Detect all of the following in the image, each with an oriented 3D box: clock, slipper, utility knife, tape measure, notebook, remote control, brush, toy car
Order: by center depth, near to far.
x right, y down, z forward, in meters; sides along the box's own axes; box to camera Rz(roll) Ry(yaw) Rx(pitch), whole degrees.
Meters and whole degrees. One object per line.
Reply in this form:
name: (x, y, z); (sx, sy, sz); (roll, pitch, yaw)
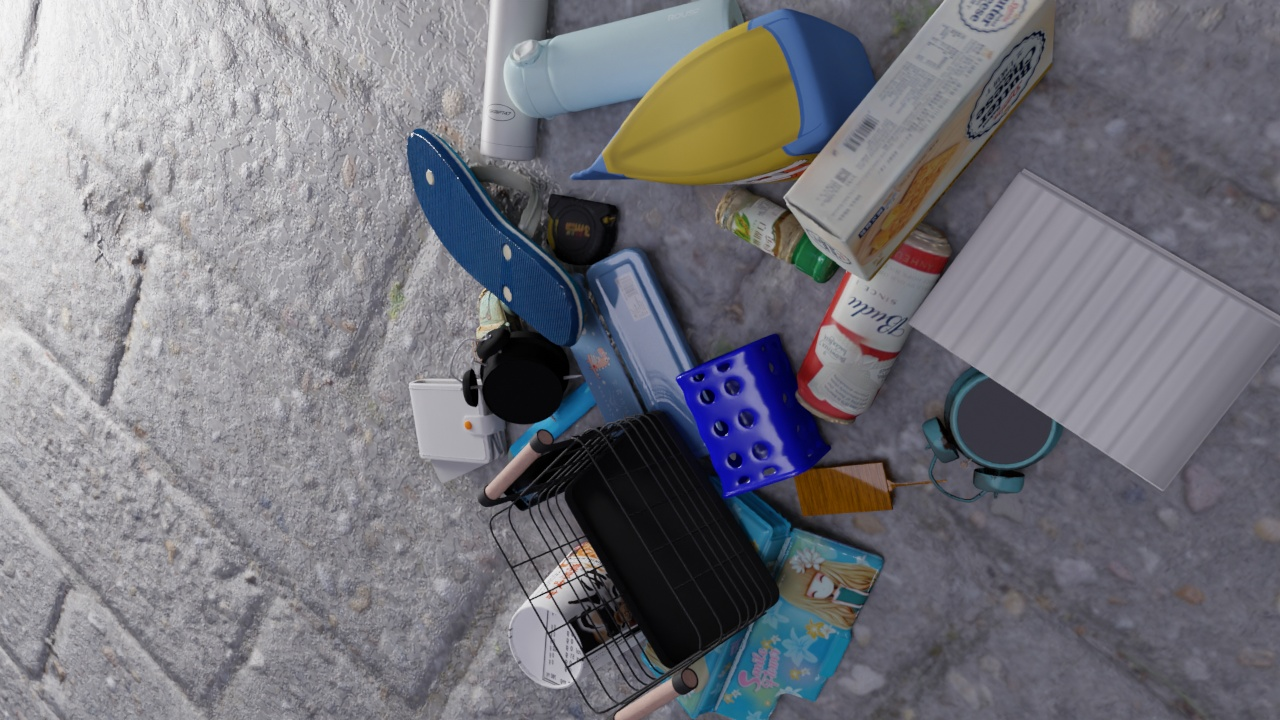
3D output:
notebook: (0.327, -0.027, 0.667); (0.210, 0.009, 0.142); (37, 96, 17)
clock: (0.273, 0.056, 0.717); (0.090, 0.053, 0.124); (35, 105, 16)
brush: (0.198, 0.108, 0.796); (0.127, 0.017, 0.048); (-10, 97, 31)
tape measure: (-0.054, -0.122, 0.871); (0.067, 0.038, 0.063); (13, 100, 23)
slipper: (-0.133, -0.123, 0.891); (0.295, 0.060, 0.118); (44, 140, 28)
clock: (-0.126, 0.016, 0.900); (0.120, 0.042, 0.091); (22, 121, -16)
toy car: (-0.146, -0.021, 0.939); (0.047, 0.047, 0.112); (-7, 99, 34)
utility knife: (-0.082, 0.062, 0.943); (0.175, 0.015, 0.031); (-39, 85, 29)
remote control: (-0.085, 0.117, 0.946); (0.151, 0.022, 0.047); (-29, 110, 31)

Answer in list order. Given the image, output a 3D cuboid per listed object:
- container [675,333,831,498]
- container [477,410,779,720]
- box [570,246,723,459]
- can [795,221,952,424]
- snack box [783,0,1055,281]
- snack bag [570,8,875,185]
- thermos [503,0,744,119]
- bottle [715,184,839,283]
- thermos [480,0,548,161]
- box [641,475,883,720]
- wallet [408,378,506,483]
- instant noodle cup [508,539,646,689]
container: (0.098, 0.046, 0.799); (0.085, 0.084, 0.113); (-24, 89, 30)
container: (-0.015, 0.177, 0.812); (0.163, 0.130, 0.241); (-45, 70, 36)
box: (-0.008, 0.007, 0.864); (0.128, 0.034, 0.209); (-22, 96, 33)
can: (0.184, -0.033, 0.740); (0.067, 0.067, 0.170); (31, 115, 19)
snack box: (0.196, -0.161, 0.638); (0.057, 0.104, 0.208); (42, 97, 25)
snack bag: (0.067, -0.179, 0.717); (0.206, 0.158, 0.102); (-17, 91, 33)
thermos: (-0.016, -0.255, 0.782); (0.207, 0.078, 0.065); (-5, 66, 22)
bottle: (0.117, -0.108, 0.773); (0.111, 0.043, 0.043); (33, 116, 19)
thermos: (-0.114, -0.301, 0.849); (0.052, 0.052, 0.224); (16, 110, 25)
box: (0.100, 0.241, 0.859); (0.182, 0.071, 0.227); (27, 114, 22)
wallet: (-0.198, 0.079, 1.000); (0.119, 0.037, 0.115); (0, 102, 33)
instant noodle cup: (-0.062, 0.259, 0.918); (0.124, 0.121, 0.124); (7, 106, 28)
